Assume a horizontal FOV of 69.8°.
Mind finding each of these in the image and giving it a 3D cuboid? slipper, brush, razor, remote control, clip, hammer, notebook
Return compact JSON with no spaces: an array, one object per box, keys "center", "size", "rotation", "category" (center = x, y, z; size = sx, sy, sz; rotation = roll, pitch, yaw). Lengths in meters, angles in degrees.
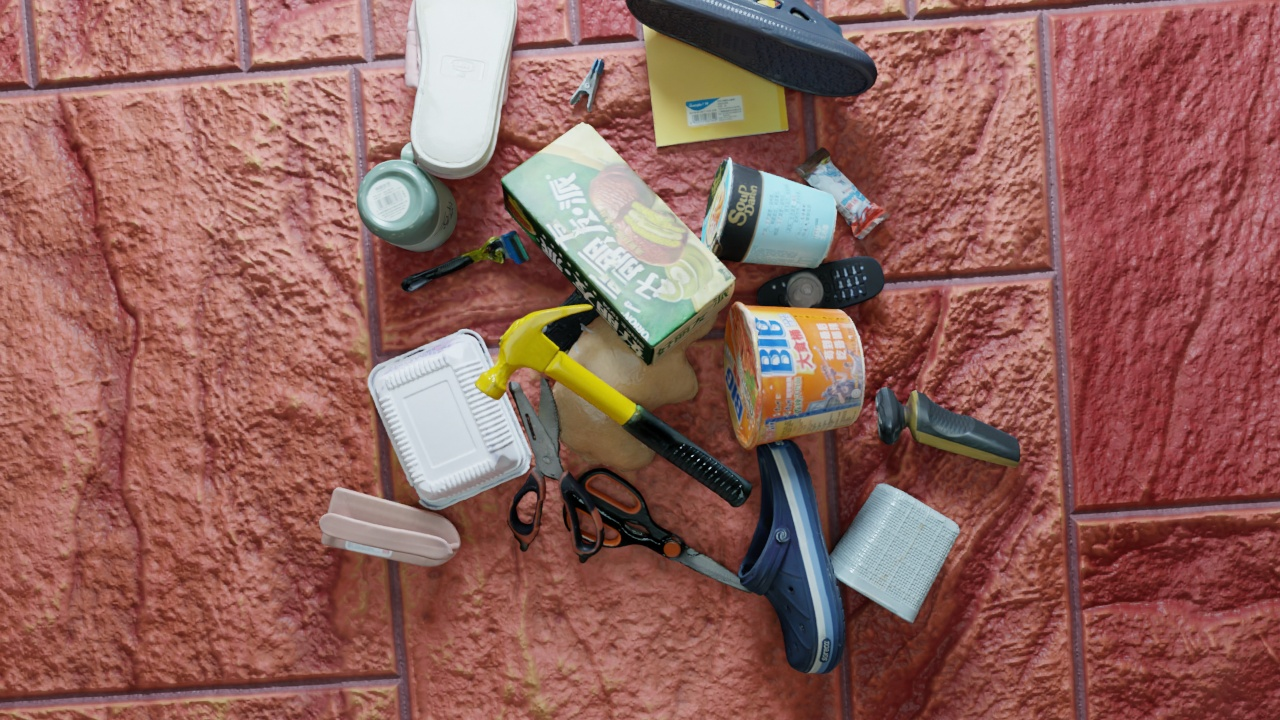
[{"center":[0.148,0.209,0.954],"size":[0.095,0.105,0.253],"rotation":[-10,92,0],"category":"slipper"},{"center":[-0.264,0.184,0.981],"size":[0.145,0.073,0.063],"rotation":[15,91,-1],"category":"brush"},{"center":[0.326,0.078,0.977],"size":[0.167,0.062,0.068],"rotation":[18,122,-5],"category":"razor"},{"center":[0.192,-0.076,0.984],"size":[0.136,0.024,0.053],"rotation":[-14,93,3],"category":"remote control"},{"center":[-0.056,-0.297,0.984],"size":[0.028,0.024,0.057],"rotation":[27,99,4],"category":"clip"},{"center":[-0.009,0.055,0.915],"size":[0.300,0.033,0.129],"rotation":[36,89,-15],"category":"hammer"},{"center":[-0.187,-0.307,0.953],"size":[0.114,0.054,0.274],"rotation":[2,71,-8],"category":"slipper"},{"center":[0.120,-0.348,0.926],"size":[0.268,0.110,0.083],"rotation":[20,88,2],"category":"slipper"},{"center":[-0.194,-0.105,0.995],"size":[0.143,0.022,0.043],"rotation":[-20,135,5],"category":"razor"},{"center":[0.076,-0.341,0.984],"size":[0.146,0.010,0.206],"rotation":[-7,92,1],"category":"notebook"}]

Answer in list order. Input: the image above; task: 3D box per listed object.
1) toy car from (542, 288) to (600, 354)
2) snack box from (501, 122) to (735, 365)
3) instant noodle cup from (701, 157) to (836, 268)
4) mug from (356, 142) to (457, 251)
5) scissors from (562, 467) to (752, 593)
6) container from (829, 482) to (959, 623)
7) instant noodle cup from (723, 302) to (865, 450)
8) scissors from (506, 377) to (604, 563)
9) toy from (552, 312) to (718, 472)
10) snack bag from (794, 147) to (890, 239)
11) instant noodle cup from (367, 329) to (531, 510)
[{"center":[-0.074,-0.043,0.984],"size":[0.105,0.031,0.049],"rotation":[-41,118,-1],"category":"toy car"},{"center":[-0.025,-0.120,0.932],"size":[0.114,0.063,0.240],"rotation":[-38,78,-15],"category":"snack box"},{"center":[0.133,-0.143,0.948],"size":[0.120,0.111,0.111],"rotation":[11,92,-7],"category":"instant noodle cup"},{"center":[-0.239,-0.173,0.950],"size":[0.082,0.106,0.112],"rotation":[11,91,2],"category":"mug"},{"center":[0.016,0.208,1.004],"size":[0.125,0.021,0.235],"rotation":[-41,96,12],"category":"scissors"},{"center":[0.265,0.197,0.961],"size":[0.090,0.090,0.111],"rotation":[32,89,0],"category":"container"},{"center":[0.154,0.011,0.932],"size":[0.111,0.151,0.151],"rotation":[-4,92,-7],"category":"instant noodle cup"},{"center":[-0.102,0.122,0.963],"size":[0.197,0.015,0.215],"rotation":[39,118,-6],"category":"scissors"},{"center":[-0.006,0.006,0.968],"size":[0.143,0.082,0.226],"rotation":[33,91,-20],"category":"toy"},{"center":[0.215,-0.179,0.979],"size":[0.048,0.026,0.104],"rotation":[-41,91,-11],"category":"snack bag"},{"center":[-0.209,0.066,0.982],"size":[0.138,0.060,0.173],"rotation":[-23,90,2],"category":"instant noodle cup"}]
